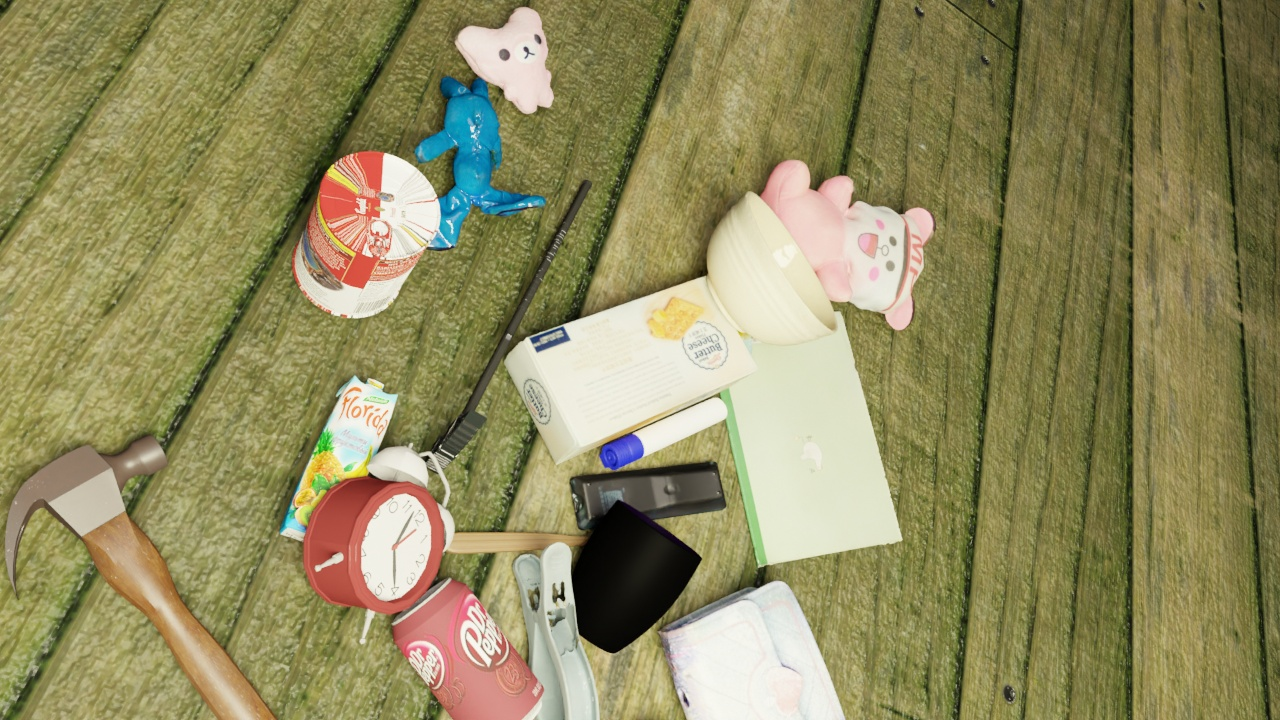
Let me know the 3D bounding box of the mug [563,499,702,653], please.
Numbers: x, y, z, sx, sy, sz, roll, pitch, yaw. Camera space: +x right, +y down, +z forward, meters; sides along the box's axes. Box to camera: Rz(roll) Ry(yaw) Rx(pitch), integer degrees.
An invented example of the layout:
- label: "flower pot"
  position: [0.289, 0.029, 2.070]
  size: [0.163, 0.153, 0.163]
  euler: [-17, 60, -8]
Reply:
- label: "mug"
  position: [-0.005, 0.181, 0.740]
  size: [0.100, 0.085, 0.119]
  euler: [-55, 145, -4]

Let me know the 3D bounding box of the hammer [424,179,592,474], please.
- label: "hammer"
  position: [-0.096, -0.052, 0.785]
  size: [0.015, 0.095, 0.323]
  euler: [32, 52, -14]

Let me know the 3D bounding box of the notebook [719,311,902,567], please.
- label: "notebook"
  position: [0.162, 0.068, 0.919]
  size: [0.181, 0.010, 0.252]
  euler: [-2, 72, -30]

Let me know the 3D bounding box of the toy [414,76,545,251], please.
- label: "toy"
  position: [-0.144, -0.183, 0.809]
  size: [0.112, 0.071, 0.176]
  euler: [1, 71, -18]

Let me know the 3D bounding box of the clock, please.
- label: "clock"
  position: [-0.180, 0.122, 0.653]
  size: [0.137, 0.048, 0.096]
  euler: [-53, 134, -46]

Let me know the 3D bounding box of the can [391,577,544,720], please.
- label: "can"
  position: [-0.124, 0.218, 0.663]
  size: [0.063, 0.063, 0.114]
  euler: [-38, 92, -35]

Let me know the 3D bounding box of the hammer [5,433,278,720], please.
- label: "hammer"
  position: [-0.287, 0.198, 0.600]
  size: [0.115, 0.033, 0.323]
  euler: [-37, 92, -36]

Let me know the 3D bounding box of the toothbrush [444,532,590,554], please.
- label: "toothbrush"
  position: [-0.079, 0.147, 0.746]
  size: [0.166, 0.016, 0.016]
  euler: [4, 68, -28]

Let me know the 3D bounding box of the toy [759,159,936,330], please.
- label: "toy"
  position: [0.220, -0.123, 0.980]
  size: [0.213, 0.084, 0.141]
  euler: [14, 76, -21]

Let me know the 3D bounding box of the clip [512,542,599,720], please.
- label: "clip"
  position: [-0.072, 0.226, 0.704]
  size: [0.027, 0.108, 0.163]
  euler: [-1, 76, -31]

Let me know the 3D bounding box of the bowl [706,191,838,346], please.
- label: "bowl"
  position: [0.110, -0.072, 0.845]
  size: [0.151, 0.075, 0.150]
  euler: [46, 23, -27]

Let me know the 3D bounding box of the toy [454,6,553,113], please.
- label: "toy"
  position: [-0.118, -0.281, 0.871]
  size: [0.098, 0.053, 0.096]
  euler: [-36, 102, -36]

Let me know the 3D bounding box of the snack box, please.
- label: "snack box"
  position: [-0.005, 0.005, 0.815]
  size: [0.207, 0.058, 0.104]
  euler: [-22, 79, -34]

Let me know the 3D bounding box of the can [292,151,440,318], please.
- label: "can"
  position: [-0.212, -0.093, 0.702]
  size: [0.086, 0.117, 0.086]
  euler: [11, 66, -26]

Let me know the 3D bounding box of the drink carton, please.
- label: "drink carton"
  position: [-0.222, 0.073, 0.679]
  size: [0.044, 0.039, 0.128]
  euler: [26, 61, -19]

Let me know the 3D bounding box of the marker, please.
- label: "marker"
  position: [0.023, 0.065, 0.831]
  size: [0.132, 0.027, 0.023]
  euler: [-21, 82, -36]

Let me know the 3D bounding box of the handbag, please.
- label: "handbag"
  position: [0.095, 0.277, 0.765]
  size: [0.126, 0.069, 0.158]
  euler: [-16, 82, -32]

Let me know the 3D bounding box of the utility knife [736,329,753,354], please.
- label: "utility knife"
  position: [0.102, -0.077, 0.924]
  size: [0.017, 0.031, 0.162]
  euler: [37, 46, -54]

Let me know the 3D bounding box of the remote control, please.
- label: "remote control"
  position: [0.012, 0.116, 0.805]
  size: [0.150, 0.022, 0.047]
  euler: [-3, 73, -30]
